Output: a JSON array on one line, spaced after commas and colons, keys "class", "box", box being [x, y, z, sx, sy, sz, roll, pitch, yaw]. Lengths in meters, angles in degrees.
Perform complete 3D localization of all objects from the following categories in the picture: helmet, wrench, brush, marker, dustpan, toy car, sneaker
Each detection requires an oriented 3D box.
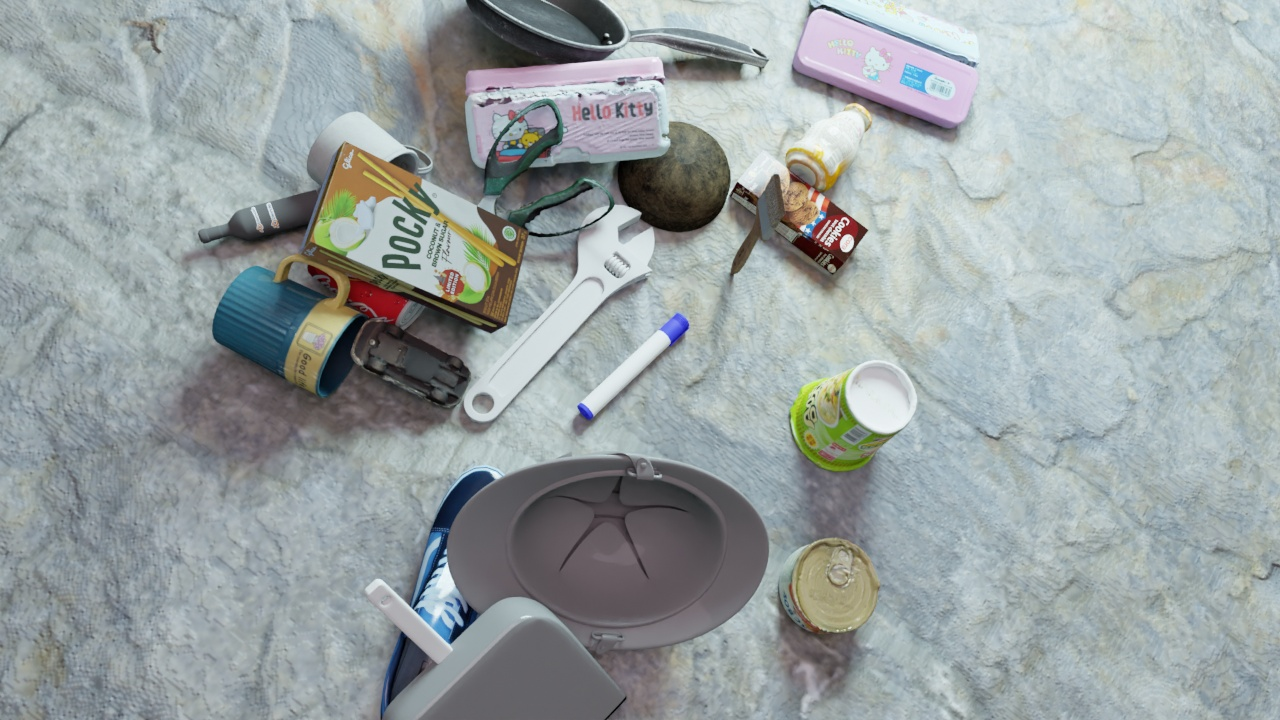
[{"class": "helmet", "box": [-0.031, 0.145, 0.803, 0.271, 0.117, 0.183, 8, 107, -14]}, {"class": "wrench", "box": [-0.083, -0.050, 0.905, 0.086, 0.018, 0.272, 41, 71, 3]}, {"class": "brush", "box": [0.112, -0.122, 0.898, 0.008, 0.143, 0.045, 2, 64, -12]}, {"class": "marker", "box": [-0.005, 0.005, 0.902, 0.020, 0.020, 0.141, 45, 70, 5]}, {"class": "dustpan", "box": [-0.129, 0.251, 0.709, 0.163, 0.033, 0.258, -42, 129, -16]}, {"class": "toy car", "box": [-0.210, 0.003, 0.843, 0.112, 0.041, 0.048, 31, 73, -26]}, {"class": "sneaker", "box": [-0.153, 0.200, 0.767, 0.083, 0.098, 0.240, 17, 70, -5]}]

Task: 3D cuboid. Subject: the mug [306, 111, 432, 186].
[{"class": "mug", "box": [-0.258, -0.191, 0.887, 0.070, 0.085, 0.112, 39, 40, 5]}]

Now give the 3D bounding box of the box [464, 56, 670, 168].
[{"class": "box", "box": [-0.073, -0.246, 0.931, 0.202, 0.087, 0.102, -4, 97, 0]}]

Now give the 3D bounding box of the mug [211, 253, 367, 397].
[{"class": "mug", "box": [-0.304, -0.040, 0.813, 0.107, 0.083, 0.114, 27, 109, 2]}]

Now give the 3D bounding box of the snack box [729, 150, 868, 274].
[{"class": "snack box", "box": [0.169, -0.158, 0.981, 0.141, 0.032, 0.050, 38, 69, 2]}]

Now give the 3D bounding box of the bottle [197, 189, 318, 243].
[{"class": "bottle", "box": [-0.359, -0.132, 0.868, 0.112, 0.030, 0.030, -19, 77, -16]}]

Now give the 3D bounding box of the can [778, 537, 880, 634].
[{"class": "can", "box": [0.175, 0.211, 0.858, 0.086, 0.043, 0.086, 3, 72, -11]}]

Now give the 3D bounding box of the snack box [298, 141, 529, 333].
[{"class": "snack box", "box": [-0.197, -0.107, 0.826, 0.186, 0.032, 0.100, 24, 64, -30]}]

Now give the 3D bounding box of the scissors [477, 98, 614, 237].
[{"class": "scissors", "box": [-0.119, -0.141, 0.906, 0.146, 0.015, 0.210, 42, 94, -18]}]

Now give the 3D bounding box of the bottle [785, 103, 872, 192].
[{"class": "bottle", "box": [0.207, -0.233, 0.996, 0.063, 0.063, 0.108, 42, 69, 4]}]

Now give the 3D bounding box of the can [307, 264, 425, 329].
[{"class": "can", "box": [-0.252, -0.078, 0.854, 0.105, 0.064, 0.064, 36, 69, 2]}]

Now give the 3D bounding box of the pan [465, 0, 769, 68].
[{"class": "pan", "box": [-0.023, -0.354, 0.981, 0.356, 0.055, 0.187, 10, 40, -25]}]

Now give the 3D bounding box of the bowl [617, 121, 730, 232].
[{"class": "bowl", "box": [0.040, -0.201, 0.956, 0.121, 0.056, 0.121, 3, 72, -10]}]

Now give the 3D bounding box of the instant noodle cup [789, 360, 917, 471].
[{"class": "instant noodle cup", "box": [0.209, 0.049, 0.883, 0.099, 0.108, 0.098, 4, 72, -11]}]

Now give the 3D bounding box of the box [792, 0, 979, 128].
[{"class": "box", "box": [0.291, -0.366, 1.068, 0.214, 0.049, 0.149, 19, 67, -5]}]
